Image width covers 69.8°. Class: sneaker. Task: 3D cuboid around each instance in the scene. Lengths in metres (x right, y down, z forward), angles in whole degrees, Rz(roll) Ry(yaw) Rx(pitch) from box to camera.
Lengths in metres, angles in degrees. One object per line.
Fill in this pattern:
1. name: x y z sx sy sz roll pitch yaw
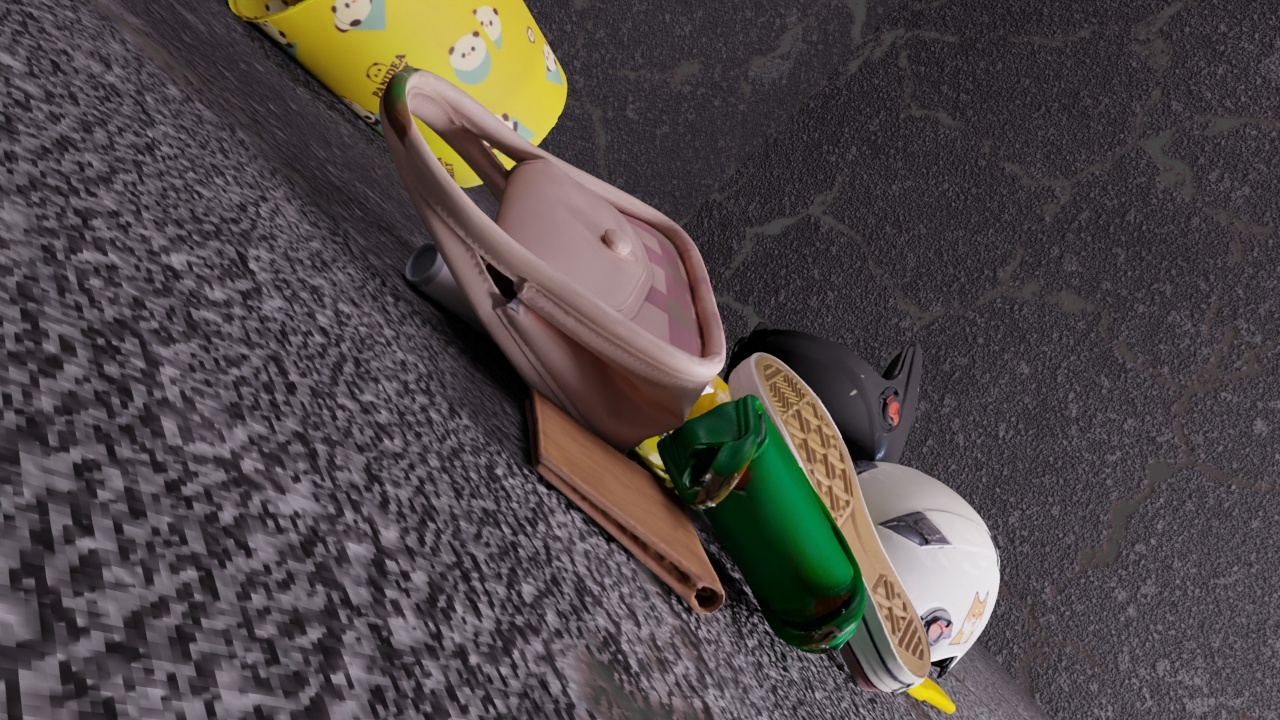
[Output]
1. sneaker: 0.107 0.115 0.624 0.118 0.088 0.241 -16 80 -59

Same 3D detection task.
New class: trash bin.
1. trash bin: -0.213 -0.317 0.884 0.229 0.229 0.255 49 1 42

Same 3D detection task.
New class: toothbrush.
1. toothbrush: -0.060 -0.005 0.577 0.026 0.026 0.221 14 -18 41

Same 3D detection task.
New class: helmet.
1. helmet: 0.283 0.197 0.978 0.274 0.157 0.230 41 6 -38
2. helmet: 0.218 0.064 1.150 0.234 0.230 0.274 8 -15 34

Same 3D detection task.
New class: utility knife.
1. utility knife: 0.233 0.273 0.762 0.156 0.015 0.033 41 12 -47

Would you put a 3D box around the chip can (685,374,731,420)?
1. chip can: 0.068 0.057 0.882 0.213 0.072 0.072 46 5 23

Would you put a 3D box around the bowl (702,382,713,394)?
1. bowl: -0.004 0.004 0.743 0.118 0.065 0.118 45 4 -5

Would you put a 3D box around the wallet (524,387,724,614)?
1. wallet: -0.012 0.065 0.452 0.115 0.020 0.101 41 5 -16

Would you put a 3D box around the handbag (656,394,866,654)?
1. handbag: 0.066 0.089 0.511 0.131 0.068 0.120 58 9 -7

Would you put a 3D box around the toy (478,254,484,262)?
1. toy: -0.100 -0.046 0.601 0.092 0.030 0.096 41 11 18

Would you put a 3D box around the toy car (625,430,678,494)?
1. toy car: 0.017 0.065 0.614 0.048 0.032 0.105 46 7 12

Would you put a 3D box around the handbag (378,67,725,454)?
1. handbag: -0.059 -0.072 0.535 0.234 0.093 0.193 42 21 -24
